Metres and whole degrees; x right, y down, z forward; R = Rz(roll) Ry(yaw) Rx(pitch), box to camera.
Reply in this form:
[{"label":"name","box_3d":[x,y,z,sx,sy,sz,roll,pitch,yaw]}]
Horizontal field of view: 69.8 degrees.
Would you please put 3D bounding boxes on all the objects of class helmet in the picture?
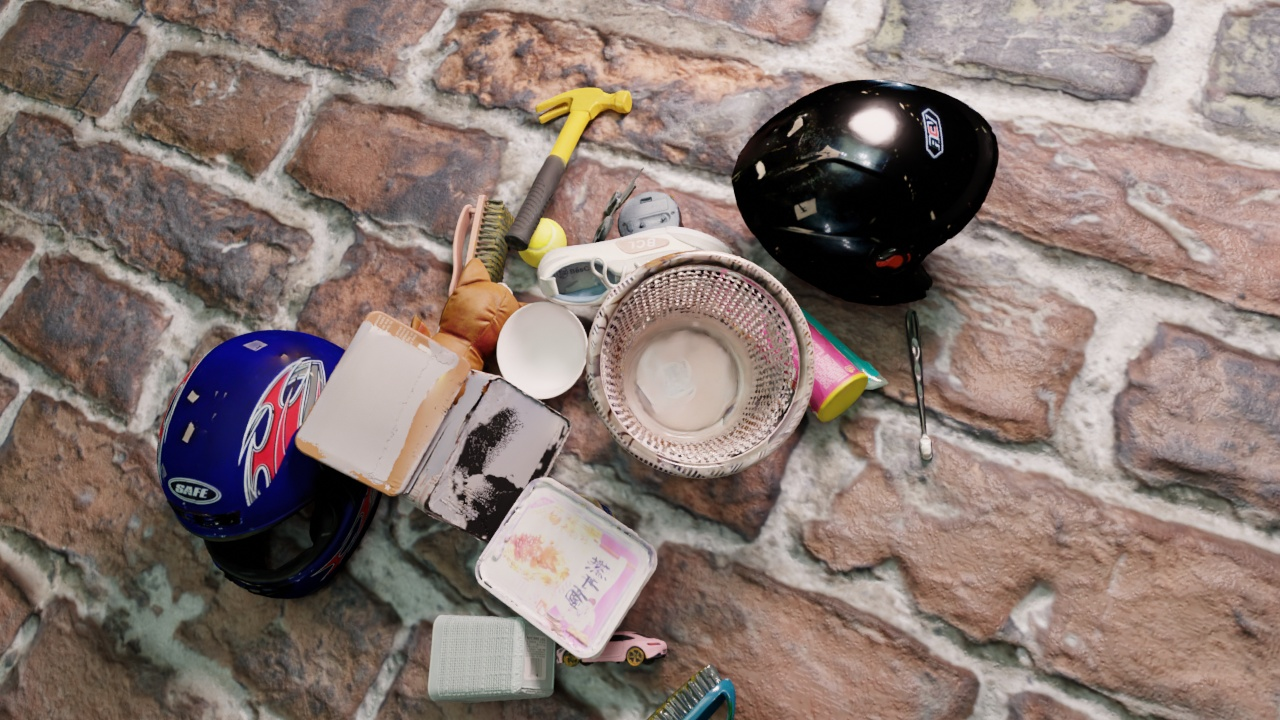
[{"label":"helmet","box_3d":[0.243,-0.198,1.022,0.276,0.230,0.233,-25,56,50]},{"label":"helmet","box_3d":[-0.449,0.115,1.100,0.248,0.240,0.315,5,71,20]}]

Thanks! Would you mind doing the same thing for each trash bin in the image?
[{"label":"trash bin","box_3d":[0.056,0.012,0.992,0.227,0.192,0.227,0,84,-2]}]

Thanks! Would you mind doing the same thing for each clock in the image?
[{"label":"clock","box_3d":[0.017,-0.157,1.169,0.082,0.055,0.121,-11,67,11]}]

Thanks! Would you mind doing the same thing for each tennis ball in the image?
[{"label":"tennis ball","box_3d":[-0.130,-0.154,1.207,0.065,0.065,0.065,-6,67,14]}]

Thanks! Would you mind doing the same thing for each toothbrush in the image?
[{"label":"toothbrush","box_3d":[0.312,0.023,1.030,0.016,0.018,0.180,-7,66,17]}]

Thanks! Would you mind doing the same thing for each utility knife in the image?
[{"label":"utility knife","box_3d":[0.227,-0.014,1.073,0.029,0.013,0.151,-41,61,-5]}]

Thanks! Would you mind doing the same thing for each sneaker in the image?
[{"label":"sneaker","box_3d":[-0.005,-0.107,1.097,0.242,0.090,0.089,-5,109,-1]}]

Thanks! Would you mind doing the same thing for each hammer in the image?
[{"label":"hammer","box_3d":[-0.113,-0.263,1.223,0.129,0.033,0.299,6,54,20]}]

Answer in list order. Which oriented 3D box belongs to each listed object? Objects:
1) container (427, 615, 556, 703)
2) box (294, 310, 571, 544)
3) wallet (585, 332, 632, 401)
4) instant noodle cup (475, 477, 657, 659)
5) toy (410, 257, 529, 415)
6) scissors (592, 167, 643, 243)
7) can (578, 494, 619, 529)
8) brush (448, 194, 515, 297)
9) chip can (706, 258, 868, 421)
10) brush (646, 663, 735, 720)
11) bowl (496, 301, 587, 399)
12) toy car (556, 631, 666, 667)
[{"label":"container","box_3d":[-0.157,0.324,0.998,0.112,0.090,0.089,-11,66,24]},{"label":"box","box_3d":[-0.232,0.081,1.042,0.105,0.260,0.178,11,69,54]},{"label":"wallet","box_3d":[-0.007,0.007,1.125,0.115,0.033,0.090,-1,68,13]},{"label":"instant noodle cup","box_3d":[-0.074,0.222,0.985,0.173,0.060,0.138,29,79,24]},{"label":"toy","box_3d":[-0.222,-0.022,1.159,0.199,0.140,0.130,-57,27,-8]},{"label":"scissors","box_3d":[-0.026,-0.202,1.153,0.014,0.169,0.155,23,34,-10]},{"label":"can","box_3d":[-0.060,0.228,1.041,0.075,0.049,0.148,-11,66,12]},{"label":"brush","box_3d":[-0.217,-0.144,1.232,0.073,0.063,0.145,4,72,14]},{"label":"chip can","box_3d":[0.165,-0.027,1.063,0.071,0.071,0.210,-40,63,-2]},{"label":"brush","box_3d":[0.045,0.384,0.942,0.144,0.055,0.073,-45,63,-4]},{"label":"bowl","box_3d":[-0.111,-0.011,1.137,0.118,0.064,0.118,-1,87,16]},{"label":"toy car","box_3d":[-0.032,0.313,0.995,0.122,0.056,0.037,-7,71,14]}]
